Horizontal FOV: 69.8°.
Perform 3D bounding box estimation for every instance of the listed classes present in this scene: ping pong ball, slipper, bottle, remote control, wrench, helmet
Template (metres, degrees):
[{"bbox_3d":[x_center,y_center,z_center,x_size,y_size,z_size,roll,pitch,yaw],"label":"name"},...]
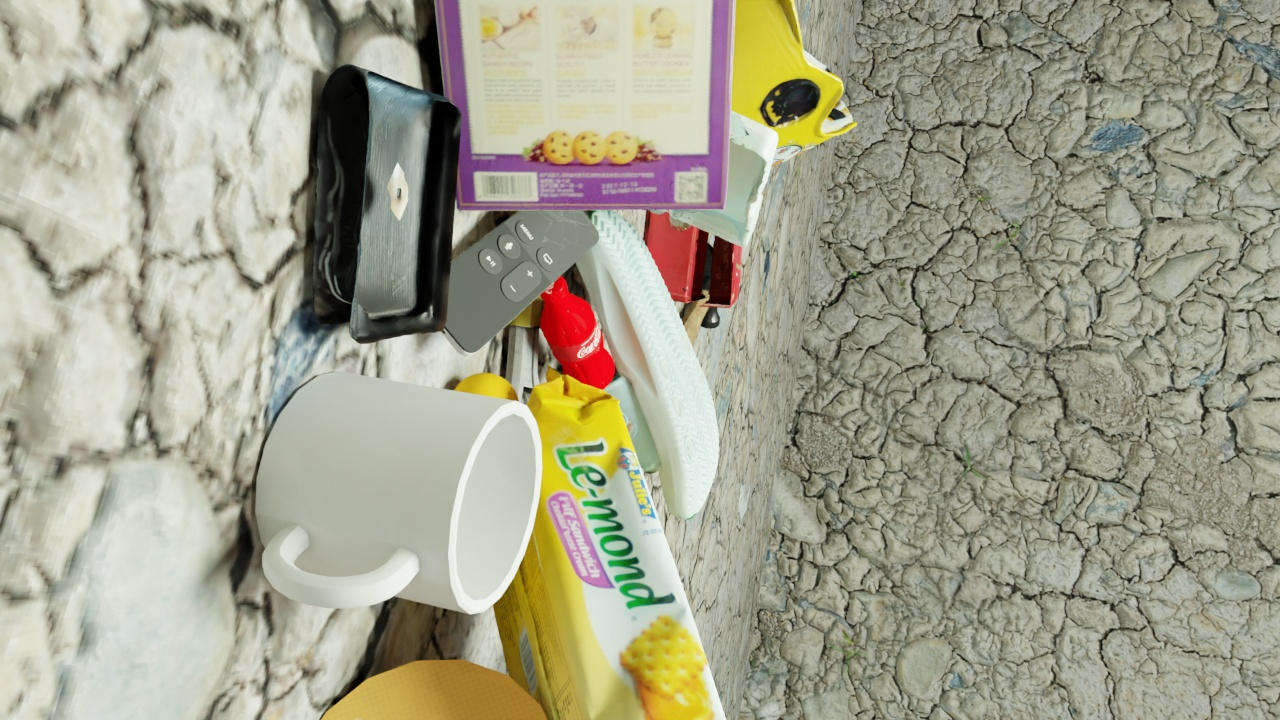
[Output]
[{"bbox_3d":[-0.090,0.027,0.530,0.040,0.040,0.040,9,89,-75],"label":"ping pong ball"},{"bbox_3d":[-0.004,0.004,0.706,0.245,0.074,0.103,69,24,-6],"label":"slipper"},{"bbox_3d":[-0.045,-0.018,0.603,0.119,0.036,0.036,71,31,-60],"label":"bottle"},{"bbox_3d":[-0.071,-0.056,0.527,0.045,0.008,0.146,52,42,-12],"label":"remote control"},{"bbox_3d":[-0.072,-0.041,0.599,0.083,0.018,0.273,-26,124,-72],"label":"wrench"},{"bbox_3d":[0.034,-0.222,0.630,0.209,0.140,0.240,63,13,20],"label":"helmet"}]

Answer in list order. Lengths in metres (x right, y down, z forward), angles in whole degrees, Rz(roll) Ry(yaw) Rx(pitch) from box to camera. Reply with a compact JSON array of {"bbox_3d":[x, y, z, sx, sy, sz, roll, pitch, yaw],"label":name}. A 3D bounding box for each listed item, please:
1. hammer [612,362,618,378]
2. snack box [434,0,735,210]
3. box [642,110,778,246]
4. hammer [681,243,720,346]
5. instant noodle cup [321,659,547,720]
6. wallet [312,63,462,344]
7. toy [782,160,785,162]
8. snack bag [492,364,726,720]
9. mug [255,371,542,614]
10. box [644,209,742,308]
[{"bbox_3d":[-0.030,0.134,0.703,0.122,0.049,0.318,-50,-151,47],"label":"hammer"},{"bbox_3d":[-0.026,-0.150,0.460,0.040,0.143,0.148,-88,179,-61],"label":"snack box"},{"bbox_3d":[0.018,-0.127,0.602,0.197,0.134,0.040,69,41,-81],"label":"box"},{"bbox_3d":[0.048,-0.028,1.026,0.304,0.040,0.132,-60,157,-52],"label":"hammer"},{"bbox_3d":[-0.104,0.241,0.468,0.123,0.123,0.121,-65,165,-47],"label":"instant noodle cup"},{"bbox_3d":[-0.113,-0.068,0.417,0.089,0.026,0.115,-21,118,-73],"label":"wallet"},{"bbox_3d":[0.099,-0.270,0.939,0.150,0.107,0.196,65,12,17],"label":"toy"},{"bbox_3d":[-0.034,0.144,0.514,0.160,0.068,0.247,113,-35,-48],"label":"snack bag"},{"bbox_3d":[-0.107,0.062,0.391,0.121,0.090,0.091,-53,148,-60],"label":"mug"},{"bbox_3d":[0.058,-0.135,0.917,0.129,0.093,0.157,-22,116,-75],"label":"box"}]
